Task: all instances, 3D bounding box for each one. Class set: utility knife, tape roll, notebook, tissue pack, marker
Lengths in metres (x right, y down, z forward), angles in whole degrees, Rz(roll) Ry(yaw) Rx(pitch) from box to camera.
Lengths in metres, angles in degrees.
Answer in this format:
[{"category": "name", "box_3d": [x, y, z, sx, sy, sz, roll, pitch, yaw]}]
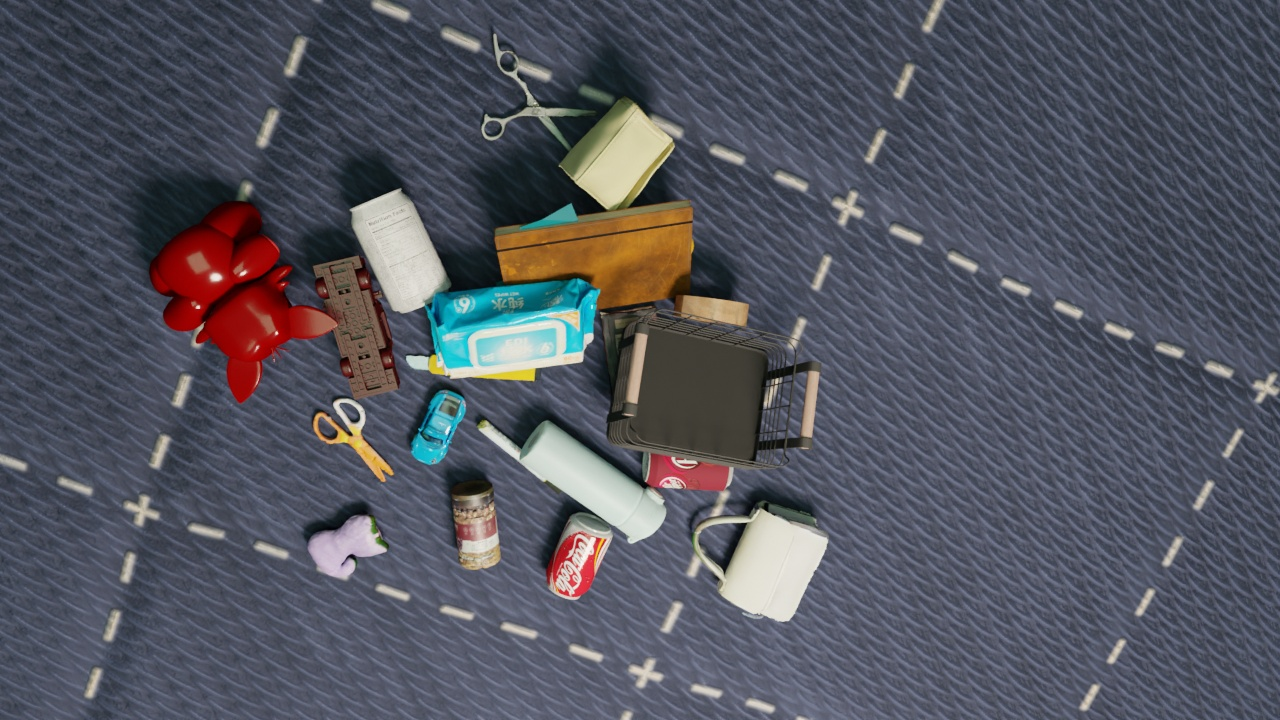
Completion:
[{"category": "utility knife", "box_3d": [-0.214, 0.007, 1.184, 0.175, 0.017, 0.030, 4, 98, -8]}, {"category": "tape roll", "box_3d": [0.089, -0.063, 1.164, 0.094, 0.094, 0.027, 7, 92, -9]}, {"category": "notebook", "box_3d": [-0.061, -0.121, 1.118, 0.249, 0.014, 0.179, -9, 144, -5]}, {"category": "tissue pack", "box_3d": [-0.153, -0.040, 1.133, 0.209, 0.066, 0.117, -8, 144, -9]}, {"category": "marker", "box_3d": [-0.158, 0.128, 1.221, 0.146, 0.017, 0.017, 42, 95, -14]}]

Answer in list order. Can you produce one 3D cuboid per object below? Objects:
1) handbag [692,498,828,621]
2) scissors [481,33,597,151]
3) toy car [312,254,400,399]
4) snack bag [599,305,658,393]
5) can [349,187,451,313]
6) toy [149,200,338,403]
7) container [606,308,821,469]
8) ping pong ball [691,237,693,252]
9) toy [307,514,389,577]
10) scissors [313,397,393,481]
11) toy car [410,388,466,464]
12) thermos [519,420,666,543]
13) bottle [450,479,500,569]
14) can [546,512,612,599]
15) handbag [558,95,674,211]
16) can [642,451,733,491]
[{"category": "handbag", "box_3d": [0.154, 0.269, 1.266, 0.176, 0.074, 0.151, 22, 100, -11]}, {"category": "scissors", "box_3d": [-0.132, -0.318, 1.115, 0.141, 0.014, 0.172, -19, 109, 0]}, {"category": "toy car", "box_3d": [-0.345, -0.044, 1.131, 0.070, 0.062, 0.170, -14, 105, -4]}, {"category": "snack bag", "box_3d": [-0.007, 0.007, 1.209, 0.074, 0.018, 0.155, -8, 105, -6]}, {"category": "can", "box_3d": [-0.290, -0.132, 1.108, 0.078, 0.078, 0.136, -23, 105, -1]}, {"category": "toy", "box_3d": [-0.474, -0.073, 1.079, 0.158, 0.120, 0.197, -38, 95, 0]}, {"category": "container", "box_3d": [0.082, 0.040, 1.135, 0.241, 0.130, 0.162, 12, 79, -16]}, {"category": "ping pong ball", "box_3d": [0.048, -0.147, 1.167, 0.040, 0.040, 0.040, -2, 104, -7]}, {"category": "toy", "box_3d": [-0.384, 0.246, 1.212, 0.100, 0.036, 0.080, -19, 115, 3]}, {"category": "scissors", "box_3d": [-0.360, 0.103, 1.192, 0.073, 0.012, 0.131, -43, 104, 5]}, {"category": "toy car", "box_3d": [-0.262, 0.088, 1.190, 0.048, 0.032, 0.105, 25, 101, -13]}, {"category": "thermos", "box_3d": [-0.060, 0.162, 1.216, 0.207, 0.065, 0.078, 37, 95, -14]}, {"category": "bottle", "box_3d": [-0.218, 0.217, 1.215, 0.056, 0.056, 0.105, -6, 105, -6]}, {"category": "can", "box_3d": [-0.084, 0.264, 1.239, 0.064, 0.064, 0.105, 22, 100, -12]}, {"category": "handbag", "box_3d": [-0.030, -0.249, 1.096, 0.081, 0.111, 0.119, 37, 99, -29]}, {"category": "can", "box_3d": [0.063, 0.140, 1.228, 0.114, 0.063, 0.063, 5, 103, -9]}]
